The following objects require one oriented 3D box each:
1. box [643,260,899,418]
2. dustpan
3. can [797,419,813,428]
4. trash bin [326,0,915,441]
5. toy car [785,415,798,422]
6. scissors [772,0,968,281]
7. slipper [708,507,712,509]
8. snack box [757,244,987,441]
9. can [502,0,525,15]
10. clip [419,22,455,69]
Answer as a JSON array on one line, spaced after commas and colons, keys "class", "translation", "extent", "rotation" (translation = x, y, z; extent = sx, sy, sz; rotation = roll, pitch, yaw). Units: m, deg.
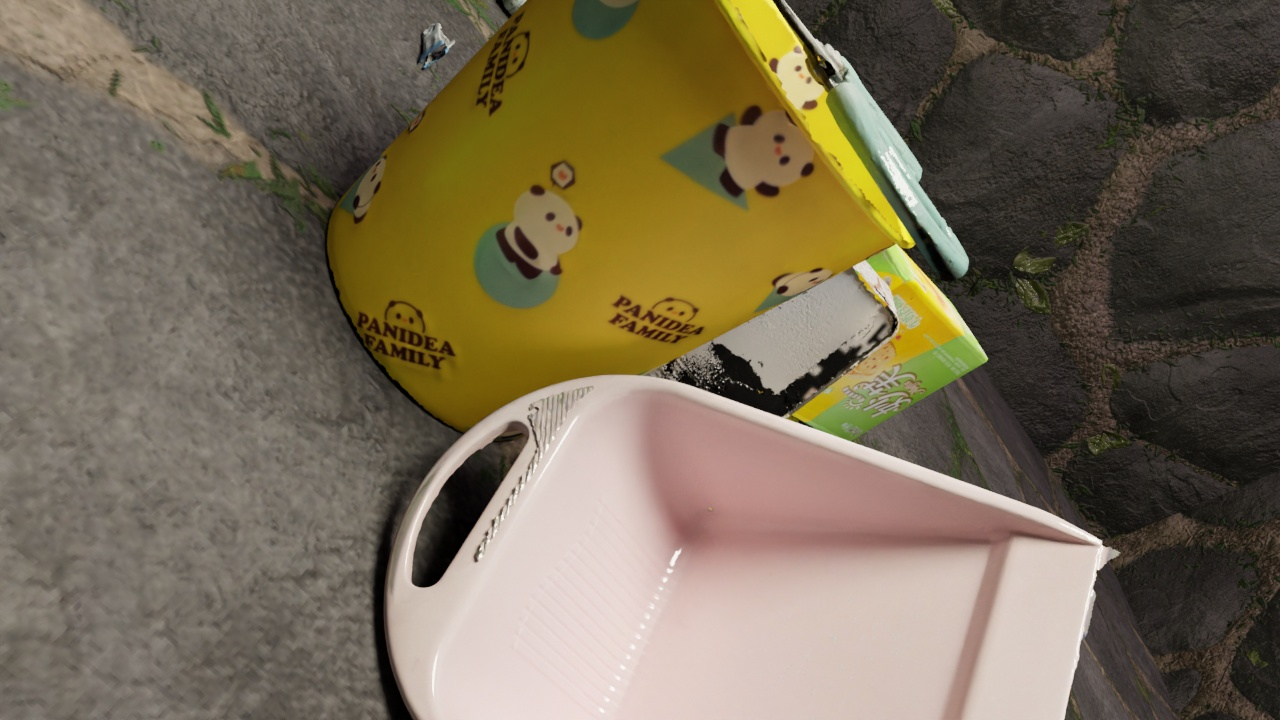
[{"class": "box", "translation": [0.042, -0.075, 0.667], "extent": [0.274, 0.179, 0.124], "rotation": [54, 20, 14]}, {"class": "dustpan", "translation": [0.032, 0.111, 0.388], "extent": [0.139, 0.274, 0.221], "rotation": [58, 47, -38]}, {"class": "can", "translation": [0.126, 0.016, 0.922], "extent": [0.053, 0.053, 0.132], "rotation": [25, 40, -52]}, {"class": "trash bin", "translation": [-0.019, -0.094, 0.513], "extent": [0.229, 0.256, 0.229], "rotation": [43, 27, -29]}, {"class": "toy car", "translation": [0.098, 0.006, 0.860], "extent": [0.071, 0.041, 0.156], "rotation": [27, 19, -49]}, {"class": "scissors", "translation": [0.109, -0.119, 0.450], "extent": [0.172, 0.019, 0.178], "rotation": [55, 24, -2]}, {"class": "slipper", "translation": [0.021, 0.089, 0.563], "extent": [0.190, 0.092, 0.081], "rotation": [42, 49, -23]}, {"class": "snack box", "translation": [0.187, -0.016, 0.793], "extent": [0.210, 0.158, 0.070], "rotation": [28, 34, -49]}, {"class": "can", "translation": [-0.078, -0.339, 0.955], "extent": [0.146, 0.058, 0.058], "rotation": [44, 27, -28]}, {"class": "clip", "translation": [-0.161, -0.248, 0.722], "extent": [0.029, 0.025, 0.057], "rotation": [49, 20, -29]}]
